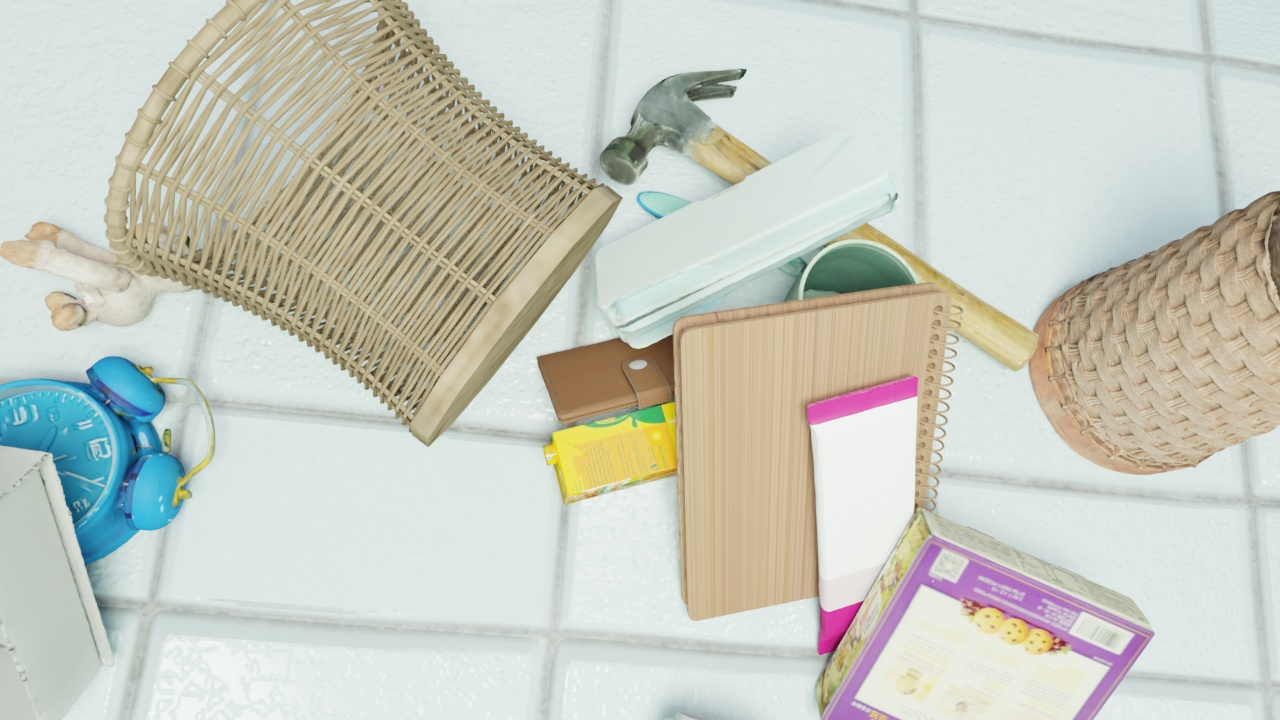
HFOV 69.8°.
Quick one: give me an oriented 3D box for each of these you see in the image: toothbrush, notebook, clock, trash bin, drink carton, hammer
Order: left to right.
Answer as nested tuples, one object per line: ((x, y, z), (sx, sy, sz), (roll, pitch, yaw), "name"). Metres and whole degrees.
((-0.340, 0.059, 0.554), (0.161, 0.060, 0.116), (-20, 79, -13), "clock")
((-0.001, 0.058, 0.597), (0.122, 0.058, 0.041), (-13, 77, -10), "drink carton")
((0.060, -0.093, 0.666), (0.135, 0.017, 0.022), (24, 74, -1), "toothbrush")
((0.107, 0.061, 0.558), (0.169, 0.022, 0.211), (-9, 120, -10), "notebook")
((0.141, -0.097, 0.660), (0.330, 0.033, 0.132), (34, 60, 0), "hammer")
((0.372, -0.014, 0.584), (0.151, 0.210, 0.151), (2, 75, -6), "trash bin")

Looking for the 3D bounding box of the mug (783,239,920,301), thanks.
((0.115, -0.020, 0.608), (0.111, 0.104, 0.084), (-9, 77, -10), "mug")

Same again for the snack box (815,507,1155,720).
((0.204, 0.185, 0.562), (0.143, 0.040, 0.148), (24, 108, -1), "snack box")

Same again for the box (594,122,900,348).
((0.064, -0.079, 0.587), (0.199, 0.085, 0.070), (-25, 101, 15), "box")

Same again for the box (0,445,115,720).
((-0.379, 0.073, 0.358), (0.167, 0.413, 0.149), (7, 70, 2), "box")

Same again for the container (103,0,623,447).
((-0.146, -0.082, 0.539), (0.196, 0.227, 0.226), (38, 74, -4), "container")

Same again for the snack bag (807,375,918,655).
((0.137, 0.101, 0.564), (0.070, 0.016, 0.197), (-15, 120, -11), "snack bag")

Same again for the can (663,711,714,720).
((0.034, 0.283, 0.532), (0.078, 0.078, 0.136), (17, 74, -2), "can")

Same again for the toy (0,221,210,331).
((-0.330, -0.058, 0.579), (0.105, 0.085, 0.074), (-11, 98, -19), "toy")

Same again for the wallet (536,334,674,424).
((-0.004, 0.004, 0.607), (0.121, 0.087, 0.013), (-14, 120, -10), "wallet")
